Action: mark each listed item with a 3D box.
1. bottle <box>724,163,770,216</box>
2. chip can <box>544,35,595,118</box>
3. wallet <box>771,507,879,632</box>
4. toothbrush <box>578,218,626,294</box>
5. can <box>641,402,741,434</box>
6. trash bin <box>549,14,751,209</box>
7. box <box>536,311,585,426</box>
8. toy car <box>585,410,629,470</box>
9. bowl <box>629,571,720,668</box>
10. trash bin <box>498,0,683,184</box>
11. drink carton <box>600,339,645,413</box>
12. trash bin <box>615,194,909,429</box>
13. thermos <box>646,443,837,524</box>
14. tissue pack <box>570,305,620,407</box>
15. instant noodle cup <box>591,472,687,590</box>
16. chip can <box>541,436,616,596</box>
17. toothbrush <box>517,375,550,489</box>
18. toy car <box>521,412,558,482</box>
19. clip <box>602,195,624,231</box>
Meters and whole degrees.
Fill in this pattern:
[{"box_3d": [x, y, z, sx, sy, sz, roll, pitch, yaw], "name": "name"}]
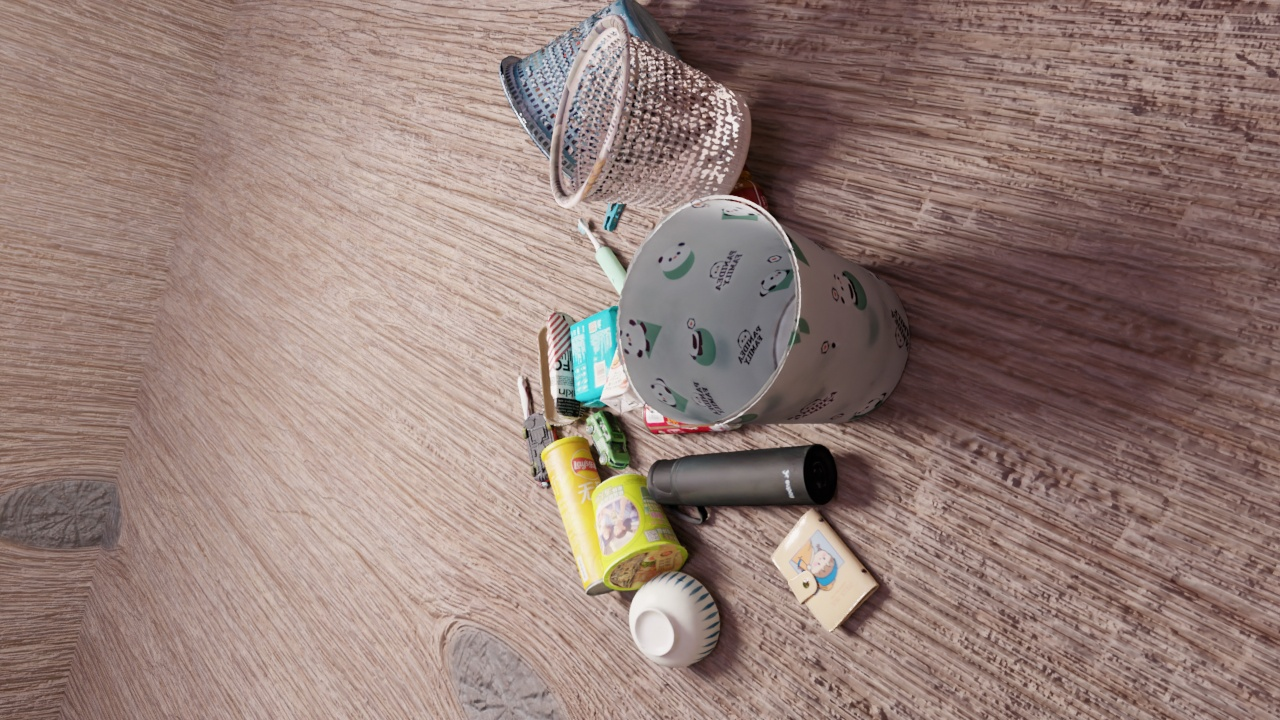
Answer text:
[{"box_3d": [0.137, -0.164, 1.134, 0.058, 0.057, 0.174, -32, 61, 36], "name": "bottle"}, {"box_3d": [-0.078, -0.450, 1.380, 0.217, 0.073, 0.073, -33, 62, 36], "name": "chip can"}, {"box_3d": [0.203, 0.237, 1.030, 0.087, 0.024, 0.115, -52, 53, 19], "name": "wallet"}, {"box_3d": [-0.041, -0.135, 1.325, 0.224, 0.026, 0.027, 57, 143, 33], "name": "toothbrush"}, {"box_3d": [0.067, 0.066, 1.167, 0.133, 0.053, 0.053, -8, 78, 43], "name": "can"}, {"box_3d": [0.017, -0.275, 1.111, 0.228, 0.192, 0.227, -38, 46, 56], "name": "trash bin"}, {"box_3d": [-0.122, 0.015, 1.351, 0.088, 0.076, 0.162, -25, 67, 42], "name": "box"}, {"box_3d": [-0.043, 0.111, 1.275, 0.036, 0.043, 0.091, -43, 56, 30], "name": "toy car"}, {"box_3d": [0.033, 0.326, 1.131, 0.117, 0.066, 0.116, 4, 97, 33], "name": "bowl"}, {"box_3d": [-0.047, -0.378, 1.262, 0.195, 0.226, 0.226, -32, 61, 22], "name": "trash bin"}, {"box_3d": [-0.007, 0.007, 1.227, 0.054, 0.045, 0.122, -22, 41, 46], "name": "drink carton"}, {"box_3d": [0.142, -0.034, 0.972, 0.230, 0.251, 0.229, -8, 78, 43], "name": "trash bin"}, {"box_3d": [0.119, 0.151, 1.104, 0.243, 0.068, 0.090, -11, 107, 45], "name": "thermos"}, {"box_3d": [-0.052, -0.007, 1.298, 0.093, 0.050, 0.133, -21, 69, 43], "name": "tissue pack"}, {"box_3d": [-0.010, 0.216, 1.188, 0.112, 0.111, 0.123, -45, 47, 30], "name": "instant noodle cup"}, {"box_3d": [-0.075, 0.212, 1.269, 0.072, 0.072, 0.213, -40, 57, 32], "name": "chip can"}, {"box_3d": [-0.164, 0.107, 1.414, 0.017, 0.016, 0.187, -28, 65, 30], "name": "toothbrush"}, {"box_3d": [-0.145, 0.129, 1.375, 0.049, 0.031, 0.106, -21, 69, 10], "name": "toy car"}, {"box_3d": [-0.040, -0.216, 1.346, 0.039, 0.013, 0.056, 24, 101, 45], "name": "clip"}]
